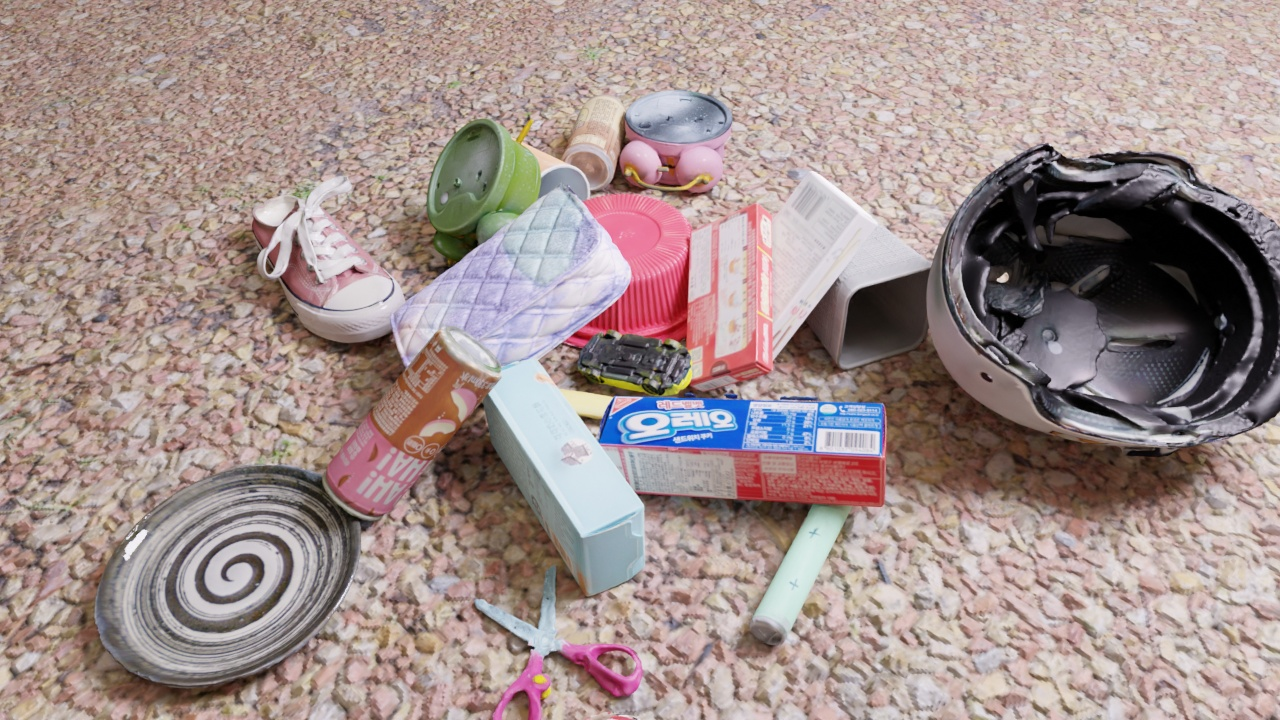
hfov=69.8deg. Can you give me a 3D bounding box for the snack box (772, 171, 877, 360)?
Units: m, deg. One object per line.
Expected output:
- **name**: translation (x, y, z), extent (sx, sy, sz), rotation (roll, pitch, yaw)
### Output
- **snack box**: translation (0.124, -0.076, 0.780), extent (0.027, 0.157, 0.084), rotation (21, 23, -35)

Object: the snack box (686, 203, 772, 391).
- **snack box**: translation (0.075, -0.054, 0.778), extent (0.075, 0.025, 0.152), rotation (-19, 57, 39)

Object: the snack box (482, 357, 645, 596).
- **snack box**: translation (-0.059, 0.081, 0.673), extent (0.051, 0.074, 0.175), rotation (-23, 49, -21)

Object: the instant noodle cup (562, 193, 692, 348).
- **instant noodle cup**: translation (-0.017, -0.094, 0.858), extent (0.194, 0.066, 0.193), rotation (0, 45, 0)

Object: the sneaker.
- **sneaker**: translation (-0.303, -0.104, 0.857), extent (0.118, 0.088, 0.241), rotation (-30, 50, -26)

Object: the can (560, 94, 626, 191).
- **can**: translation (-0.049, -0.240, 1.010), extent (0.058, 0.059, 0.116), rotation (6, 45, 7)

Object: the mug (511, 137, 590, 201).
- **mug**: translation (-0.119, -0.186, 0.950), extent (0.078, 0.078, 0.123), rotation (-29, 45, -25)

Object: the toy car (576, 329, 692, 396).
- **toy car**: translation (-0.005, 0.005, 0.775), extent (0.105, 0.032, 0.048), rotation (11, 61, 31)

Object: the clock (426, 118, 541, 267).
- **clock**: translation (-0.151, -0.151, 0.878), extent (0.116, 0.056, 0.161), rotation (-6, 71, 43)

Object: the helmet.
- **helmet**: translation (0.345, -0.036, 0.717), extent (0.274, 0.157, 0.229), rotation (8, 76, -7)

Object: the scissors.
- **scissors**: translation (-0.055, 0.190, 0.606), extent (0.130, 0.017, 0.133), rotation (-1, 41, 3)

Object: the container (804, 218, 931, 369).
- **container**: translation (0.188, -0.068, 0.811), extent (0.090, 0.090, 0.114), rotation (-15, 43, -15)

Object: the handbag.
- **handbag**: translation (-0.108, -0.051, 0.756), extent (0.194, 0.075, 0.134), rotation (-36, 41, 1)

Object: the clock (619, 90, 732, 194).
- **clock**: translation (0.038, -0.232, 1.001), extent (0.117, 0.060, 0.158), rotation (8, 44, 7)

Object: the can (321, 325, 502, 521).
- **can**: translation (-0.166, 0.046, 0.669), extent (0.147, 0.058, 0.058), rotation (-49, 52, 9)

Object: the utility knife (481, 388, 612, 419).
- **utility knife**: translation (-0.047, 0.037, 0.757), extent (0.221, 0.022, 0.030), rotation (5, 45, 16)

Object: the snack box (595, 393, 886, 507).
- **snack box**: translation (0.074, 0.065, 0.676), extent (0.208, 0.058, 0.057), rotation (1, 42, 15)

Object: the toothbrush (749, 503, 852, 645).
- **toothbrush**: translation (0.137, 0.112, 0.670), extent (0.027, 0.026, 0.223), rotation (17, 47, 25)

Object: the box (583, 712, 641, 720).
- **box**: translation (-0.067, 0.254, 0.522), extent (0.163, 0.083, 0.075), rotation (-20, 88, -19)

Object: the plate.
- **plate**: translation (-0.284, 0.148, 0.647), extent (0.179, 0.024, 0.179), rotation (-1, 46, 1)
